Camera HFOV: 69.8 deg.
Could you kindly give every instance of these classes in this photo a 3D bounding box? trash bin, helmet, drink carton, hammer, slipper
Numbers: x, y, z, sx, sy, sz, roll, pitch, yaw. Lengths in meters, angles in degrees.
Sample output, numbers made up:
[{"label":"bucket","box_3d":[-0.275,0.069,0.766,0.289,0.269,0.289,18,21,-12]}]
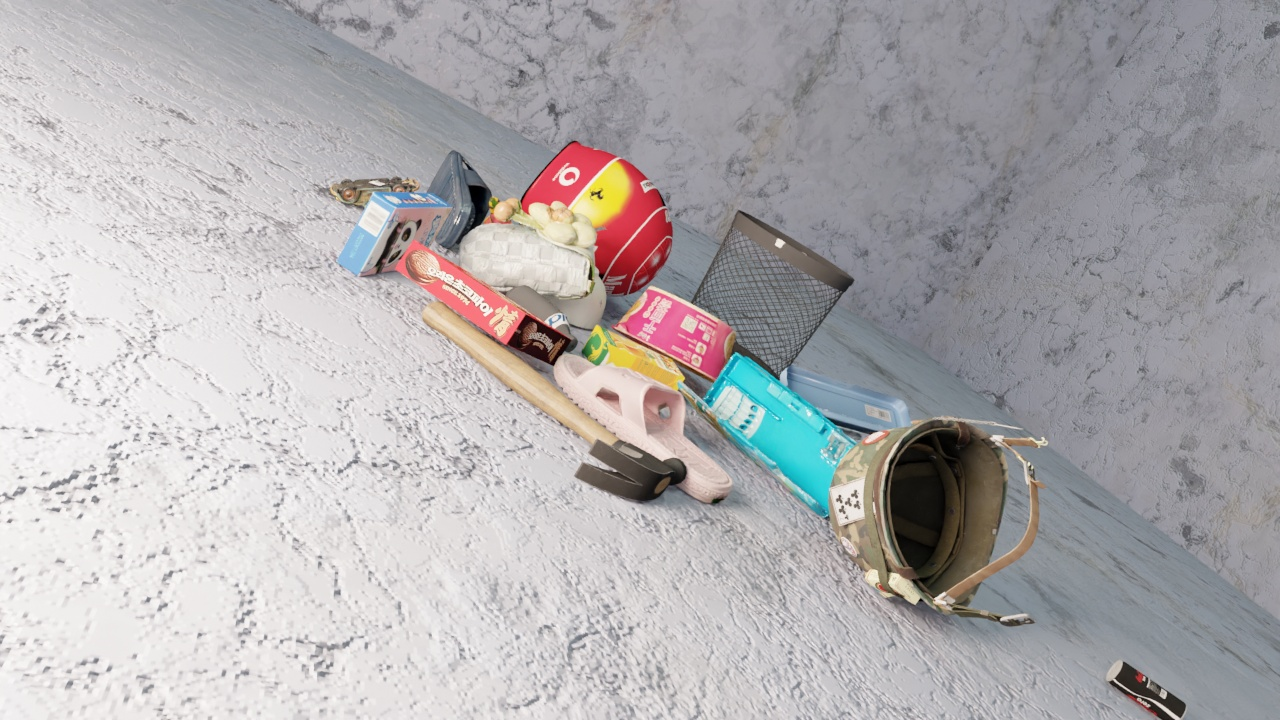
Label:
[{"label":"trash bin","box_3d":[0.194,-0.092,1.502,0.217,0.228,0.217,29,14,-8]},{"label":"helmet","box_3d":[-0.061,-0.204,1.423,0.224,0.197,0.271,39,-10,2]},{"label":"helmet","box_3d":[0.303,0.155,0.932,0.237,0.192,0.224,12,-23,38]},{"label":"drink carton","box_3d":[-0.007,0.007,1.143,0.122,0.041,0.058,25,15,-24]},{"label":"hammer","box_3d":[-0.099,0.032,0.887,0.305,0.040,0.132,35,11,20]},{"label":"slipper","box_3d":[0.011,0.055,0.968,0.239,0.064,0.094,40,17,26]},{"label":"slipper","box_3d":[-0.254,-0.226,1.323,0.082,0.101,0.263,22,20,-27]}]

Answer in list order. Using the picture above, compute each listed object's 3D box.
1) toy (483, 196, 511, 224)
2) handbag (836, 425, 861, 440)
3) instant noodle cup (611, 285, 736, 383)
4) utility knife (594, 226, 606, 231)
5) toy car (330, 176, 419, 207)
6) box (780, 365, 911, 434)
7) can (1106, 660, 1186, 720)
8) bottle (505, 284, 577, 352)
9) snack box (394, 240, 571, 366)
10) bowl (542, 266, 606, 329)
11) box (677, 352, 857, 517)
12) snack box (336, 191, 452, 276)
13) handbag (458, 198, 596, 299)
[{"label":"toy","box_3d":[-0.201,-0.183,1.298,0.084,0.046,0.103,63,23,-44]},{"label":"handbag","box_3d":[0.202,0.090,1.246,0.126,0.069,0.158,2,28,-35]},{"label":"instant noodle cup","box_3d":[0.055,-0.038,1.258,0.178,0.077,0.178,27,-1,0]},{"label":"utility knife","box_3d":[-0.132,-0.173,1.308,0.228,0.019,0.030,-9,-3,42]},{"label":"toy car","box_3d":[-0.344,-0.212,1.196,0.111,0.047,0.047,-6,27,-16]},{"label":"box","box_3d":[0.283,0.072,1.208,0.209,0.047,0.122,15,25,-22]},{"label":"can","box_3d":[0.590,0.387,1.071,0.080,0.031,0.031,35,15,16]},{"label":"bottle","box_3d":[-0.118,-0.047,1.090,0.112,0.047,0.047,39,16,29]},{"label":"snack box","box_3d":[-0.164,-0.058,0.979,0.152,0.036,0.132,33,0,18]},{"label":"bowl","box_3d":[-0.109,-0.112,1.279,0.153,0.073,0.153,30,14,-9]},{"label":"box","box_3d":[0.149,0.083,1.091,0.227,0.097,0.117,41,16,35]},{"label":"snack box","box_3d":[-0.271,-0.143,1.022,0.033,0.088,0.154,35,15,4]},{"label":"handbag","box_3d":[-0.142,-0.142,1.149,0.171,0.123,0.112,2,30,-5]}]
